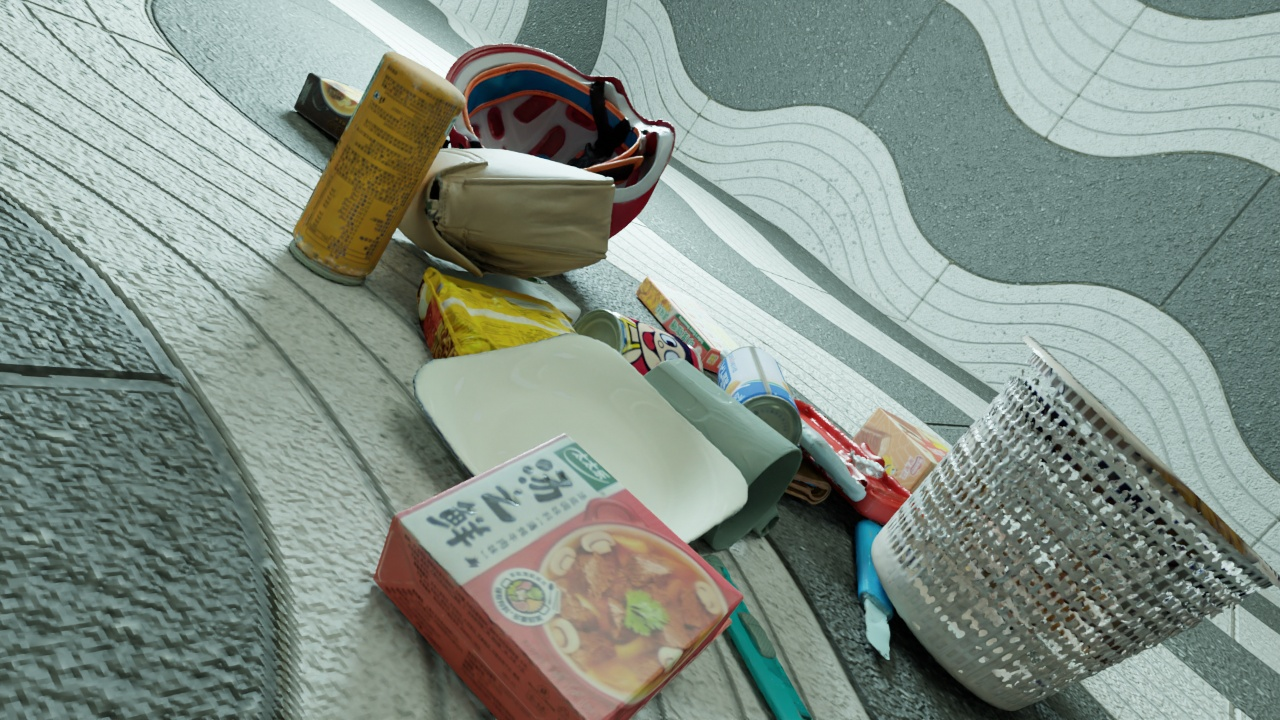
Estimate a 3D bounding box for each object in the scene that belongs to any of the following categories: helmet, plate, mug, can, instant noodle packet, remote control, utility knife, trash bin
[{"bbox_3d":[-0.098,-0.206,0.956,0.240,0.144,0.206,41,53,18],"label":"helmet"},{"bbox_3d":[-0.035,0.053,0.516,0.163,0.034,0.163,44,33,24],"label":"plate"},{"bbox_3d":[0.044,0.067,0.621,0.103,0.083,0.124,40,-9,25],"label":"mug"},{"bbox_3d":[0.090,0.030,0.711,0.053,0.053,0.134,32,15,-8],"label":"can"},{"bbox_3d":[-0.087,-0.010,0.628,0.128,0.044,0.110,16,30,-38],"label":"instant noodle packet"},{"bbox_3d":[-0.173,-0.124,0.601,0.058,0.146,0.058,31,17,-10],"label":"can"},{"bbox_3d":[-0.004,0.004,0.704,0.093,0.067,0.066,19,22,-42],"label":"can"},{"bbox_3d":[-0.106,-0.048,0.738,0.058,0.021,0.149,37,16,20],"label":"remote control"},{"bbox_3d":[0.066,0.160,0.487,0.029,0.013,0.178,23,19,-31],"label":"utility knife"},{"bbox_3d":[0.174,0.165,0.678,0.034,0.018,0.207,36,17,4],"label":"utility knife"},{"bbox_3d":[0.281,0.127,0.639,0.227,0.192,0.227,39,18,-16],"label":"trash bin"}]

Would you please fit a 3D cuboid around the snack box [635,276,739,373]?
[{"bbox_3d":[0.060,-0.035,1.014,0.077,0.027,0.155,21,21,-39],"label":"snack box"}]

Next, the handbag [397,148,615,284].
[{"bbox_3d":[-0.111,-0.111,0.703,0.147,0.100,0.205,-1,13,-27],"label":"handbag"}]

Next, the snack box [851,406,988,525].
[{"bbox_3d":[0.260,0.112,0.885,0.092,0.077,0.094,24,19,-31],"label":"snack box"}]

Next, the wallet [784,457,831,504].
[{"bbox_3d":[0.086,0.062,0.769,0.119,0.035,0.130,19,20,-40],"label":"wallet"}]

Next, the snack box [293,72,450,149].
[{"bbox_3d":[-0.260,-0.227,0.918,0.126,0.053,0.113,34,15,20],"label":"snack box"}]

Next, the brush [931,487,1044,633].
[{"bbox_3d":[0.286,0.172,0.777,0.063,0.073,0.145,23,21,-36],"label":"brush"}]

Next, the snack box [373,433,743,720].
[{"bbox_3d":[-0.026,0.091,0.390,0.113,0.044,0.126,40,36,20],"label":"snack box"}]

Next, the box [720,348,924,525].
[{"bbox_3d":[0.156,0.070,0.828,0.160,0.050,0.201,34,9,-30],"label":"box"}]
